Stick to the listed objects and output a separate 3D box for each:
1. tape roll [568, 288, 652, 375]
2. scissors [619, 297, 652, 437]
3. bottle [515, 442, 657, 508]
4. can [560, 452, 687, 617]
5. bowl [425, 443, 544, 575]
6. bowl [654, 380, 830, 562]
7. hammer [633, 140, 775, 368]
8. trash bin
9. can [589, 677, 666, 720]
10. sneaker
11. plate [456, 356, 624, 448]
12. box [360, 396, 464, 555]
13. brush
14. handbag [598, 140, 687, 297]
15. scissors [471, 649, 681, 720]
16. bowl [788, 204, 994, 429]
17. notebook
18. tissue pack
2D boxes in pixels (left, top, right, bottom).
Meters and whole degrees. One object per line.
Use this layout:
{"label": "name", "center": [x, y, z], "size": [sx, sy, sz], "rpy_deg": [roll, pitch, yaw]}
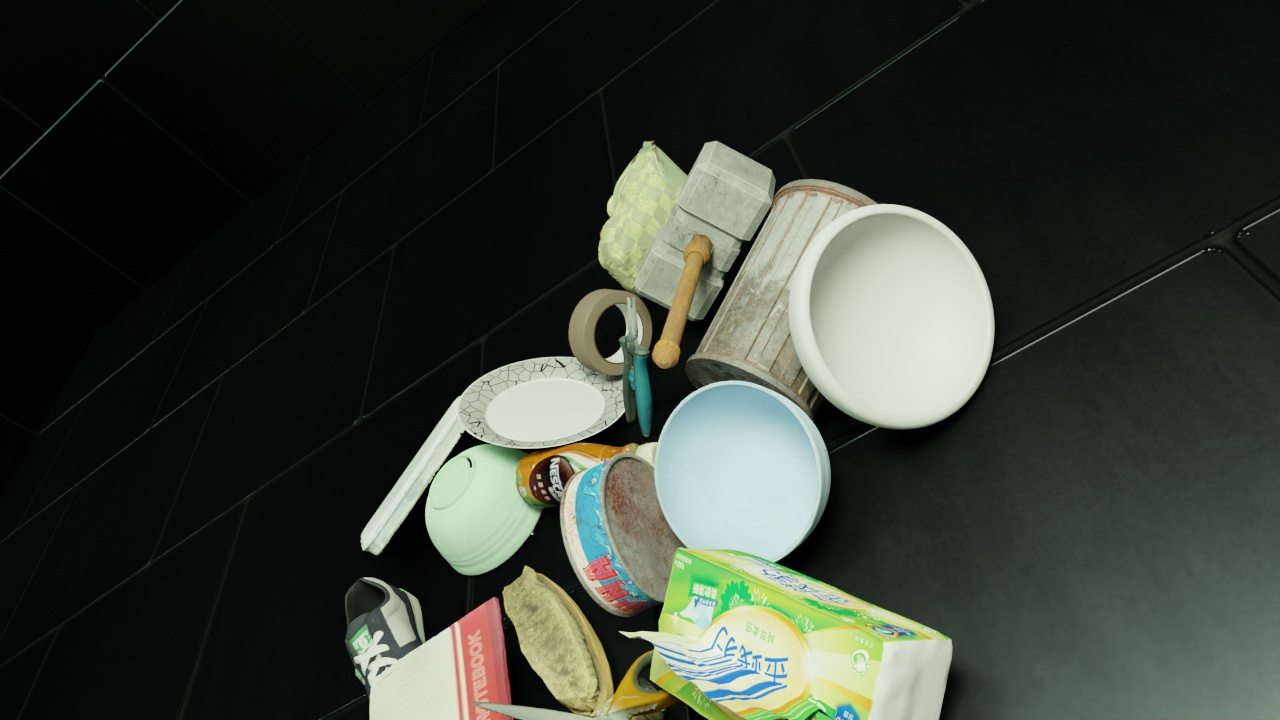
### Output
{"label": "tape roll", "center": [-0.033, -0.032, 1.017], "size": [0.030, 0.093, 0.093], "rpy_deg": [13, 64, 51]}
{"label": "scissors", "center": [-0.002, 0.012, 0.926], "size": [0.019, 0.143, 0.127], "rpy_deg": [-15, -14, -24]}
{"label": "bottle", "center": [-0.048, 0.110, 0.917], "size": [0.167, 0.059, 0.059], "rpy_deg": [-14, 45, 33]}
{"label": "can", "center": [-0.010, 0.146, 0.774], "size": [0.044, 0.130, 0.129], "rpy_deg": [-26, 38, 26]}
{"label": "bowl", "center": [-0.179, 0.150, 0.999], "size": [0.151, 0.077, 0.150], "rpy_deg": [-28, 38, 25]}
{"label": "bowl", "center": [0.094, 0.091, 0.752], "size": [0.151, 0.074, 0.150], "rpy_deg": [-2, 88, 37]}
{"label": "hammer", "center": [0.046, -0.076, 0.861], "size": [0.163, 0.083, 0.316], "rpy_deg": [-60, 5, 31]}
{"label": "trash bin", "center": [0.142, -0.054, 0.826], "size": [0.131, 0.131, 0.210], "rpy_deg": [8, 62, 50]}
{"label": "can", "center": [-0.021, 0.287, 0.720], "size": [0.079, 0.038, 0.038], "rpy_deg": [-42, 34, 5]}
{"label": "sneaker", "center": [-0.253, 0.302, 0.913], "size": [0.084, 0.079, 0.235], "rpy_deg": [-44, 34, 0]}
{"label": "plate", "center": [-0.105, 0.049, 1.006], "size": [0.188, 0.016, 0.188], "rpy_deg": [-3, 29, 2]}
{"label": "box", "center": [-0.264, 0.129, 1.088], "size": [0.208, 0.037, 0.189], "rpy_deg": [-56, 15, -11]}
{"label": "brush", "center": [-0.076, 0.246, 0.817], "size": [0.059, 0.043, 0.195], "rpy_deg": [-46, 33, -2]}
{"label": "handbag", "center": [0.000, -0.165, 1.111], "size": [0.117, 0.113, 0.186], "rpy_deg": [-10, 48, 51]}
{"label": "scissors", "center": [-0.004, 0.252, 0.643], "size": [0.216, 0.225, 0.016], "rpy_deg": [-84, 11, -73]}
{"label": "bowl", "center": [0.191, -0.031, 0.734], "size": [0.176, 0.176, 0.066], "rpy_deg": [-57, 11, -17]}
{"label": "notebook", "center": [-0.169, 0.316, 0.771], "size": [0.153, 0.012, 0.208], "rpy_deg": [-36, 35, 9]}
{"label": "tissue pack", "center": [0.076, 0.197, 0.597], "size": [0.198, 0.141, 0.120], "rpy_deg": [2, 82, 51]}
